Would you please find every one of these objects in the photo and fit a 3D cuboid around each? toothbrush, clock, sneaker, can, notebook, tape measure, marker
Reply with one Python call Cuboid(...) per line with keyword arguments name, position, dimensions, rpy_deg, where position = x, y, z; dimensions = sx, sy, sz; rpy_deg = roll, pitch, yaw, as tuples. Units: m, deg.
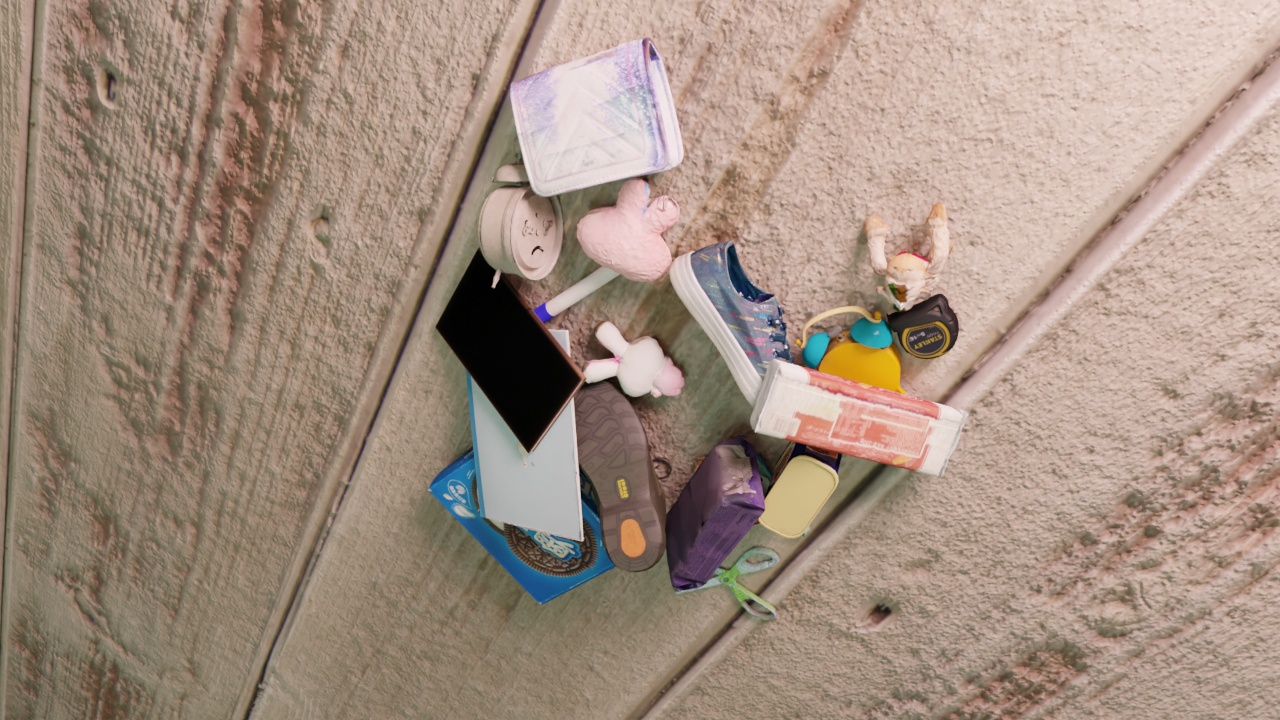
Cuboid(name="toothbrush", position=(0.166, 0.161, 1.115), dimensions=(0.022, 0.017, 0.135), rpy_deg=(-22, 110, 44))
Cuboid(name="clock", position=(-0.134, -0.162, 0.992), dimensions=(0.061, 0.103, 0.157), rpy_deg=(8, 109, 25))
Cuboid(name="sneaker", position=(0.128, -0.027, 0.978), dimensions=(0.079, 0.087, 0.235), rpy_deg=(-31, 98, 32))
Cuboid(name="sneaker", position=(-0.016, 0.137, 1.135), dimensions=(0.101, 0.143, 0.238), rpy_deg=(-17, 80, 7))
Cuboid(name="can", position=(0.185, 0.129, 1.042), dimensions=(0.056, 0.092, 0.116), rpy_deg=(28, 126, 4))
Cuboid(name="notebook", position=(-0.159, -0.012, 1.089), dimensions=(0.209, 0.008, 0.142), rpy_deg=(51, 128, 18))
Cuboid(name="notebook", position=(-0.146, 0.084, 1.117), dimensions=(0.181, 0.009, 0.253), rpy_deg=(5, 103, 38))
Cuboid(name="tape measure", position=(0.293, -0.033, 0.936), dimensions=(0.062, 0.034, 0.061), rpy_deg=(-22, 107, 32))
Cuboid(name="marker", position=(-0.075, -0.079, 1.062), dimensions=(0.142, 0.020, 0.020), rpy_deg=(-29, 106, 33))
Cuboid(name="clock", position=(0.228, -0.002, 0.977), dimensions=(0.099, 0.043, 0.129), rpy_deg=(-20, 118, 30))

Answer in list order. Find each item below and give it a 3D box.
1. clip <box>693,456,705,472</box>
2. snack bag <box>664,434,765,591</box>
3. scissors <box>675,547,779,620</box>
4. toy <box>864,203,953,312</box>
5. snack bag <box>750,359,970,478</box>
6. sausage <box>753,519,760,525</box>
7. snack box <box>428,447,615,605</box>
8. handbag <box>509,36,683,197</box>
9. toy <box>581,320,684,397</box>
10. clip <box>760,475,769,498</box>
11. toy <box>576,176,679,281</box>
Cuboid(name="clip", position=(0.093, 0.129, 1.125), dimensions=(0.052, 0.058, 0.026), rpy_deg=(32, 138, 53))
Cuboid(name="snack bag", position=(0.079, 0.185, 1.090), dimensions=(0.058, 0.096, 0.206), rpy_deg=(12, 134, -18))
Cuboid(name="scissors", position=(0.117, 0.284, 1.216), dimensions=(0.171, 0.023, 0.173), rpy_deg=(34, 131, -4))
Cuboid(name="toy", position=(0.250, -0.091, 0.879), dimensions=(0.085, 0.105, 0.074), rpy_deg=(2, 141, 29))
Cuboid(name="snack bag", position=(0.228, 0.061, 0.956), dimensions=(0.225, 0.041, 0.077), rpy_deg=(14, 104, -17))
Cuboid(name="sausage", position=(0.103, 0.211, 1.169), dimensions=(0.156, 0.020, 0.020), rpy_deg=(-22, 110, 31))
Cuboid(name="snack box", position=(-0.142, 0.202, 1.238), dimensions=(0.196, 0.056, 0.239), rpy_deg=(-35, 103, 33))
Cuboid(name="handbag", position=(-0.043, -0.241, 0.925), dimensions=(0.159, 0.069, 0.126), rpy_deg=(-8, 102, 25))
Cuboid(name="toy", position=(-0.006, 0.006, 1.074), dimensions=(0.122, 0.038, 0.079), rpy_deg=(24, 103, 5))
Cuboid(name="clip", position=(0.143, 0.162, 1.114), dimensions=(0.102, 0.045, 0.056), rpy_deg=(16, 138, 25))
Cuboid(name="toy", position=(-0.008, -0.140, 0.981), dimensions=(0.108, 0.053, 0.105), rpy_deg=(33, 115, 0))
